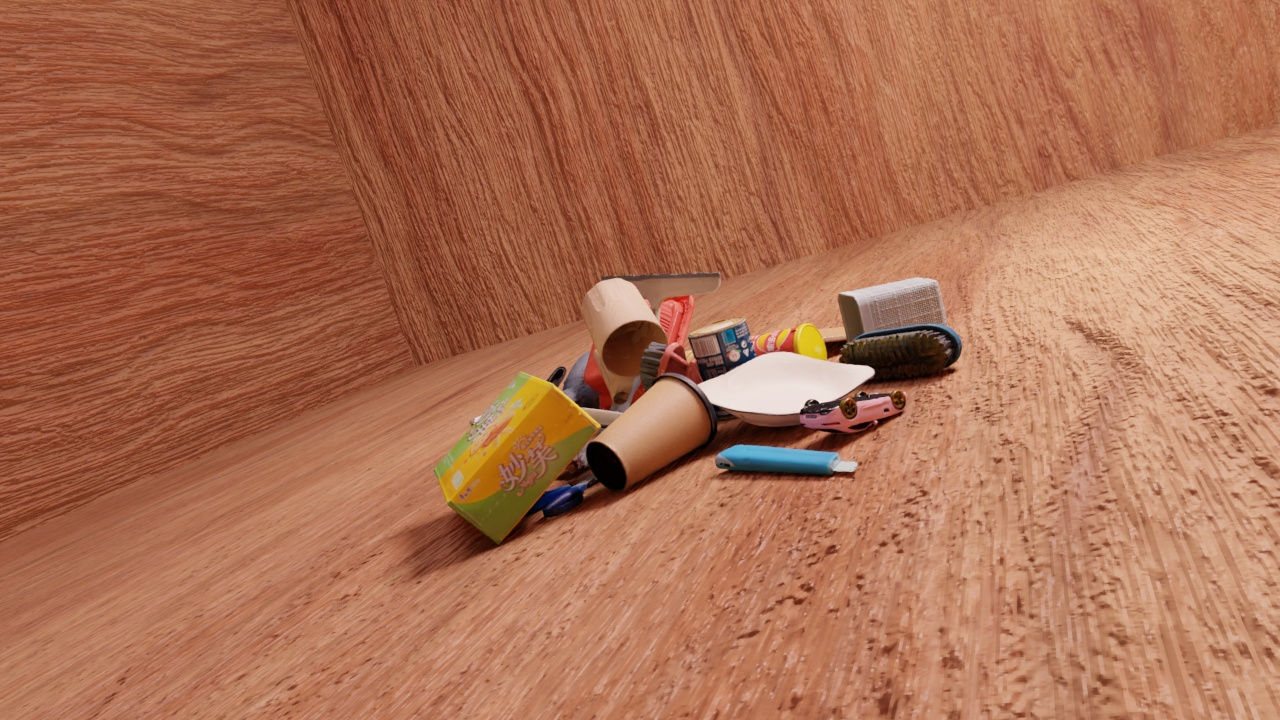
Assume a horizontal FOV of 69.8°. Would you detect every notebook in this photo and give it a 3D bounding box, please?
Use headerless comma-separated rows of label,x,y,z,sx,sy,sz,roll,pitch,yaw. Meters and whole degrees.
notebook,0.248,-0.035,1.345,0.211,0.012,0.149,-6,6,-1

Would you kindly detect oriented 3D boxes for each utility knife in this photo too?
utility knife,0.133,0.092,0.833,0.034,0.018,0.167,-27,13,-34

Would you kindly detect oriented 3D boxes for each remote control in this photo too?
remote control,-0.016,0.073,1.060,0.056,0.019,0.135,6,-7,30

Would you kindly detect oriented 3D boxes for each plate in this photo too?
plate,0.157,0.036,1.014,0.163,0.034,0.164,-23,23,-37

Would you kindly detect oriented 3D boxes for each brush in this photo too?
brush,0.043,0.029,1.082,0.069,0.146,0.063,19,64,19
brush,0.300,-0.012,1.045,0.073,0.055,0.144,-25,10,-41

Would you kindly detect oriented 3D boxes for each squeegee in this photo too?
squeegee,-0.007,0.007,1.180,0.039,0.246,0.247,27,-13,-36

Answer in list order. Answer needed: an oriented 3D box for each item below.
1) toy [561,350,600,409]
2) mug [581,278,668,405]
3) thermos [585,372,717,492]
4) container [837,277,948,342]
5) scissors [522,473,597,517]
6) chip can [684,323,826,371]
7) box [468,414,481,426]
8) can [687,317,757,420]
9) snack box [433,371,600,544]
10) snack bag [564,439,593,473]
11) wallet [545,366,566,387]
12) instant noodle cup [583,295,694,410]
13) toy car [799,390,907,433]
toy,-0.081,0.038,1.444,0.138,0.091,0.356,-29,5,5
mug,-0.026,-0.025,1.135,0.084,0.125,0.103,1,34,-22
thermos,0.013,0.077,0.974,0.142,0.093,0.093,-33,15,-35
container,0.327,-0.056,1.183,0.111,0.090,0.090,-15,8,-1
scissors,-0.073,0.138,0.999,0.147,0.012,0.169,-16,7,9
chip can,0.140,0.004,1.235,0.217,0.073,0.073,-11,10,40
box,-0.189,0.104,1.337,0.089,0.059,0.184,-21,10,-18
can,0.108,0.008,1.125,0.075,0.111,0.075,-18,8,2
snack box,-0.140,0.097,0.988,0.157,0.070,0.210,-49,15,-9
snack bag,-0.051,0.108,1.101,0.105,0.026,0.045,-22,26,-32
wallet,-0.156,0.058,1.480,0.096,0.020,0.122,-51,0,-15
instant noodle cup,-0.009,-0.014,1.292,0.165,0.079,0.188,-17,51,51
toy car,0.209,0.050,0.894,0.122,0.037,0.056,-8,3,-35
